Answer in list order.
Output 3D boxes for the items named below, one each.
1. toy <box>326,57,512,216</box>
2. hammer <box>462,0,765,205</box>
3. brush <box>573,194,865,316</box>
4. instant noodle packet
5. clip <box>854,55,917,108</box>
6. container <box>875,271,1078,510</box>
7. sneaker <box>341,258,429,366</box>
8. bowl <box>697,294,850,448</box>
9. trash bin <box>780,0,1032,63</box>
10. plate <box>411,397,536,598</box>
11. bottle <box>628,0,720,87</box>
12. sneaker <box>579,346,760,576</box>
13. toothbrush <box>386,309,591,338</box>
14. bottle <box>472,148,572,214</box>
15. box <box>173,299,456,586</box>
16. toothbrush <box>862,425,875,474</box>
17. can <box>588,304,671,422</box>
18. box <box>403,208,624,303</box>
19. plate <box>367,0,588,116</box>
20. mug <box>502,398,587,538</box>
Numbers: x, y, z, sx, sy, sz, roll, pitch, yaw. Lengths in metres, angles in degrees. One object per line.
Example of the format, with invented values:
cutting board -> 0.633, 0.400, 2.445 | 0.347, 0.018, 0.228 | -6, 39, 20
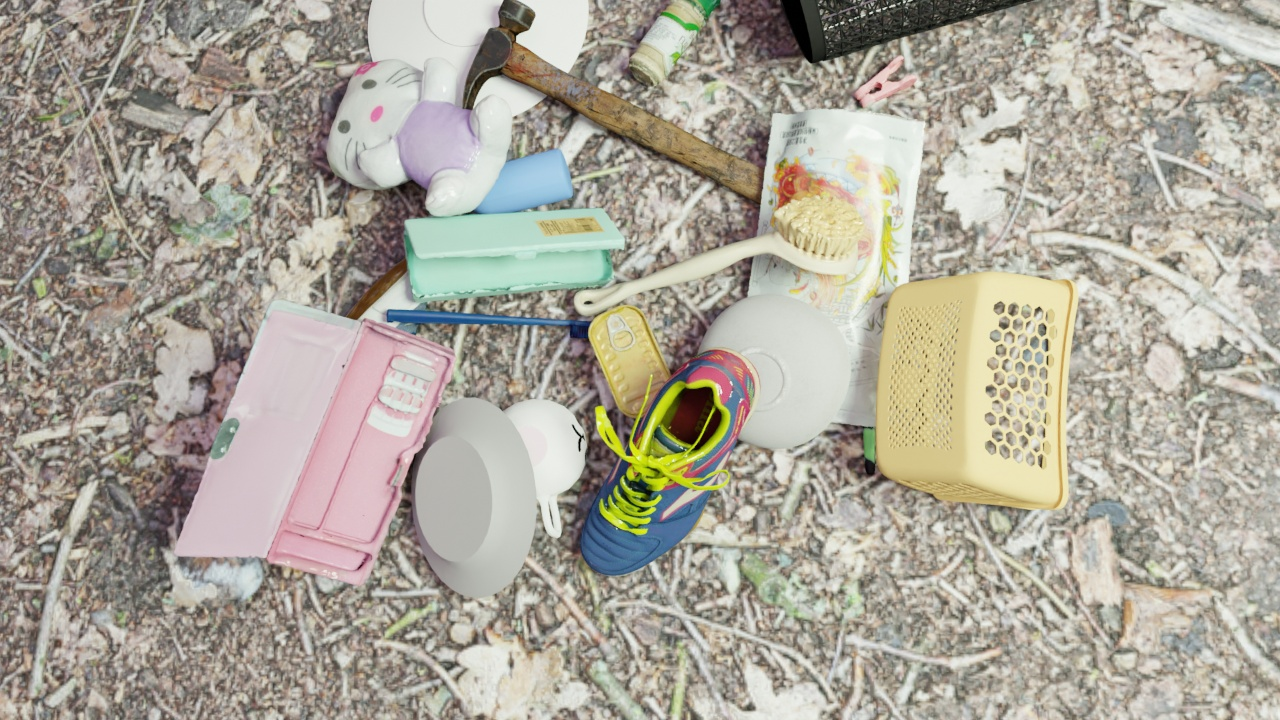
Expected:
toy -> -0.203, -0.208, 0.848 | 0.209, 0.085, 0.137 | 27, 90, 35
hammer -> -0.010, -0.216, 0.864 | 0.330, 0.033, 0.120 | 28, 97, 6
brush -> 0.060, -0.081, 0.795 | 0.273, 0.061, 0.077 | -12, 121, 24
instant noodle packet -> 0.165, -0.081, 0.807 | 0.147, 0.057, 0.269 | 7, 92, 17
clip -> 0.225, -0.261, 0.856 | 0.057, 0.022, 0.035 | -31, 82, 3
container -> 0.288, 0.026, 0.757 | 0.166, 0.129, 0.183 | 11, 81, -34
sneaker -> -0.249, -0.002, 0.856 | 0.079, 0.087, 0.235 | 41, 83, -23
bowl -> 0.108, 0.011, 0.781 | 0.132, 0.064, 0.132 | 3, 99, 22
trash bin -> 0.237, -0.382, 0.788 | 0.243, 0.217, 0.217 | -20, 79, 10
plate -> -0.155, 0.119, 0.794 | 0.173, 0.019, 0.172 | -2, 87, 41
bottle -> 0.031, -0.316, 0.879 | 0.042, 0.042, 0.110 | 34, 87, 11
sneaker -> 0.006, 0.093, 0.754 | 0.116, 0.090, 0.242 | 34, 114, 10
toothbrush -> -0.132, -0.033, 0.830 | 0.189, 0.016, 0.017 | 3, 89, -17
bottle -> -0.133, -0.162, 0.871 | 0.131, 0.048, 0.048 | -13, 79, 5
box -> -0.277, 0.072, 0.792 | 0.055, 0.180, 0.233 | 32, 99, 54
toothbrush -> 0.202, 0.007, 0.819 | 0.014, 0.017, 0.188 | -2, 82, 16
can -> -0.005, 0.005, 0.822 | 0.054, 0.059, 0.099 | -24, 79, 2
box -> -0.110, -0.105, 0.810 | 0.188, 0.079, 0.077 | -6, 77, -19
plate -> -0.167, -0.348, 0.914 | 0.229, 0.030, 0.229 | -1, 81, 7
mug -> -0.088, 0.096, 0.809 | 0.090, 0.076, 0.123 | -14, 79, 5
